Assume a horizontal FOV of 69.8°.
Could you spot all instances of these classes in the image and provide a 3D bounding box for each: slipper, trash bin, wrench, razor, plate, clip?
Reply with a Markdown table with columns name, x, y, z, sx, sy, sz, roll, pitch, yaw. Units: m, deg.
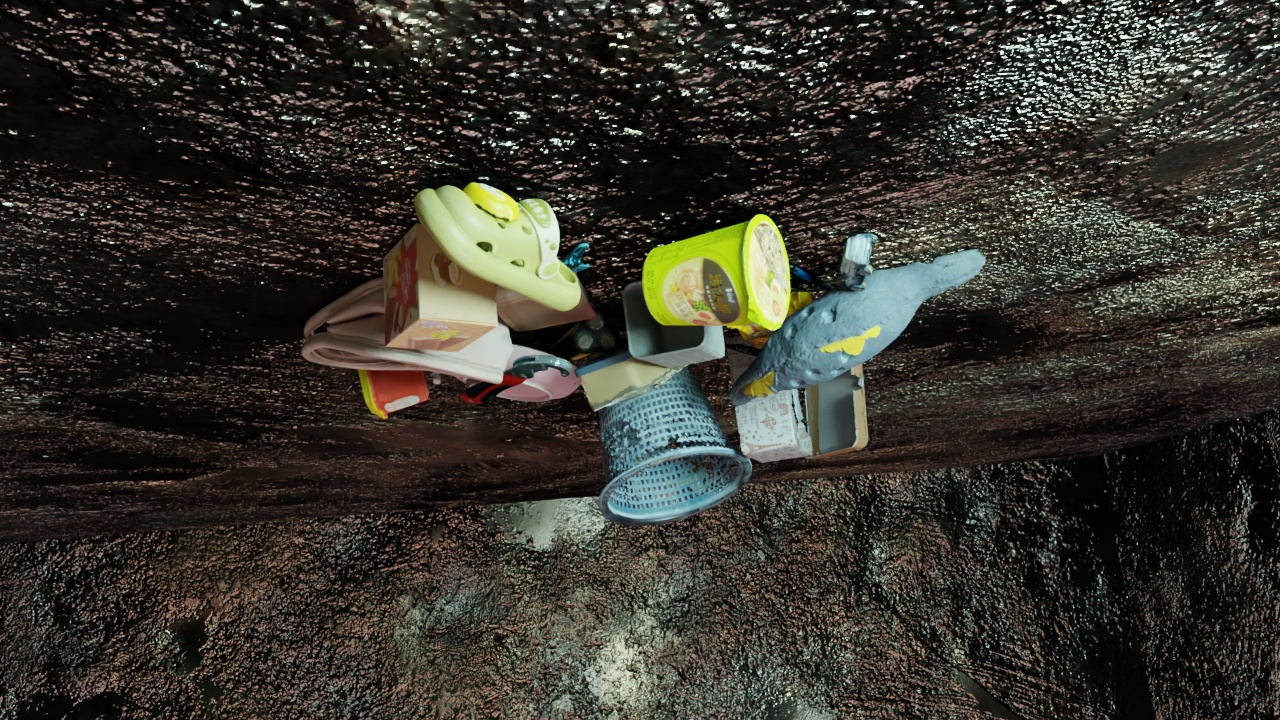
| name | x | y | z | sx | sy | sz | roll | pitch | yaw |
| --- | --- | --- | --- | --- | --- | --- | --- | --- | --- |
| slipper | -0.110 | -0.109 | 0.798 | 0.082 | 0.091 | 0.190 | -50 | 141 | 9 |
| trash bin | 0.027 | 0.108 | 1.356 | 0.226 | 0.194 | 0.227 | -12 | 148 | -8 |
| wrench | -0.167 | 0.027 | 1.138 | 0.056 | 0.016 | 0.274 | 20 | 159 | -28 |
| razor | -0.079 | -0.023 | 1.164 | 0.067 | 0.062 | 0.168 | -34 | -176 | -26 |
| plate | -0.173 | 0.021 | 1.223 | 0.192 | 0.039 | 0.192 | 9 | 165 | 2 |
| clip | -0.066 | -0.101 | 0.931 | 0.014 | 0.040 | 0.056 | 3 | 170 | -28 |

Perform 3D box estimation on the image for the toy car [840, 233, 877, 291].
| name | x | y | z | sx | sy | sz | roll | pitch | yaw |
| --- | --- | --- | --- | --- | --- | --- | --- | --- | --- |
| toy car | 0.233 | -0.105 | 0.986 | 0.034 | 0.043 | 0.090 | 6 | 167 | 9 |

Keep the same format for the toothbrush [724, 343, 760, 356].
| name | x | y | z | sx | sy | sz | roll | pitch | yaw |
| --- | --- | --- | --- | --- | --- | --- | --- | --- | --- |
| toothbrush | 0.147 | -0.014 | 1.215 | 0.189 | 0.014 | 0.017 | 16 | 154 | 39 |

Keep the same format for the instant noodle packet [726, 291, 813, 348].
| name | x | y | z | sx | sy | sz | roll | pitch | yaw |
| --- | --- | --- | --- | --- | --- | --- | --- | --- | --- |
| instant noodle packet | 0.176 | -0.050 | 1.174 | 0.111 | 0.044 | 0.128 | -16 | 163 | 19 |

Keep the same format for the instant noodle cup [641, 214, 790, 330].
| name | x | y | z | sx | sy | sz | roll | pitch | yaw |
| --- | --- | --- | --- | --- | --- | --- | --- | --- | --- |
| instant noodle cup | 0.072 | -0.080 | 0.913 | 0.124 | 0.111 | 0.111 | -6 | 167 | 30 |

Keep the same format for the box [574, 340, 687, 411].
| name | x | y | z | sx | sy | sz | roll | pitch | yaw |
| --- | --- | --- | --- | --- | --- | --- | --- | --- | --- |
| box | -0.007 | 0.007 | 1.148 | 0.090 | 0.061 | 0.183 | -20 | -176 | 29 |

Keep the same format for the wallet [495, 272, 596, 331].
| name | x | y | z | sx | sy | sz | roll | pitch | yaw |
| --- | --- | --- | --- | --- | --- | --- | --- | --- | --- |
| wallet | -0.107 | -0.067 | 1.029 | 0.101 | 0.032 | 0.124 | -10 | 165 | 6 |

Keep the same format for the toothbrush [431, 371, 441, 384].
| name | x | y | z | sx | sy | sz | roll | pitch | yaw |
| --- | --- | --- | --- | --- | --- | --- | --- | --- | --- |
| toothbrush | -0.285 | 0.002 | 1.249 | 0.015 | 0.018 | 0.181 | -1 | 163 | -7 |

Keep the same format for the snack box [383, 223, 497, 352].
| name | x | y | z | sx | sy | sz | roll | pitch | yaw |
| --- | --- | --- | --- | --- | --- | --- | --- | --- | --- |
| snack box | -0.192 | -0.066 | 0.869 | 0.077 | 0.092 | 0.095 | 5 | 163 | -34 |

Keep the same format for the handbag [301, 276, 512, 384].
| name | x | y | z | sx | sy | sz | roll | pitch | yaw |
| --- | --- | --- | --- | --- | --- | --- | --- | --- | --- |
| handbag | -0.287 | -0.021 | 1.057 | 0.235 | 0.093 | 0.193 | -7 | 166 | 33 |

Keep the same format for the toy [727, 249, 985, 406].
| name | x | y | z | sx | sy | sz | roll | pitch | yaw |
| --- | --- | --- | --- | --- | --- | --- | --- | --- | --- |
| toy | 0.233 | -0.034 | 1.077 | 0.357 | 0.091 | 0.137 | -32 | 171 | 24 |

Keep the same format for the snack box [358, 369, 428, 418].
| name | x | y | z | sx | sy | sz | roll | pitch | yaw |
| --- | --- | --- | --- | --- | --- | --- | --- | --- | --- |
| snack box | -0.326 | 0.029 | 1.217 | 0.080 | 0.082 | 0.091 | -13 | 168 | -12 |

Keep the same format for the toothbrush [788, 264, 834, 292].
| name | x | y | z | sx | sy | sz | roll | pitch | yaw |
| --- | --- | --- | --- | --- | --- | --- | --- | --- | --- |
| toothbrush | 0.220 | -0.091 | 1.101 | 0.014 | 0.016 | 0.189 | -5 | 166 | 36 |

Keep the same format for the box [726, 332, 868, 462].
| name | x | y | z | sx | sy | sz | roll | pitch | yaw |
| --- | --- | --- | --- | --- | --- | --- | --- | --- | --- |
| box | 0.234 | 0.045 | 1.284 | 0.178 | 0.182 | 0.152 | -12 | 165 | 22 |

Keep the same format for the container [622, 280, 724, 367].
| name | x | y | z | sx | sy | sz | roll | pitch | yaw |
| --- | --- | --- | --- | --- | --- | --- | --- | --- | --- |
| container | 0.044 | -0.042 | 1.067 | 0.090 | 0.090 | 0.114 | -10 | 168 | 18 |
